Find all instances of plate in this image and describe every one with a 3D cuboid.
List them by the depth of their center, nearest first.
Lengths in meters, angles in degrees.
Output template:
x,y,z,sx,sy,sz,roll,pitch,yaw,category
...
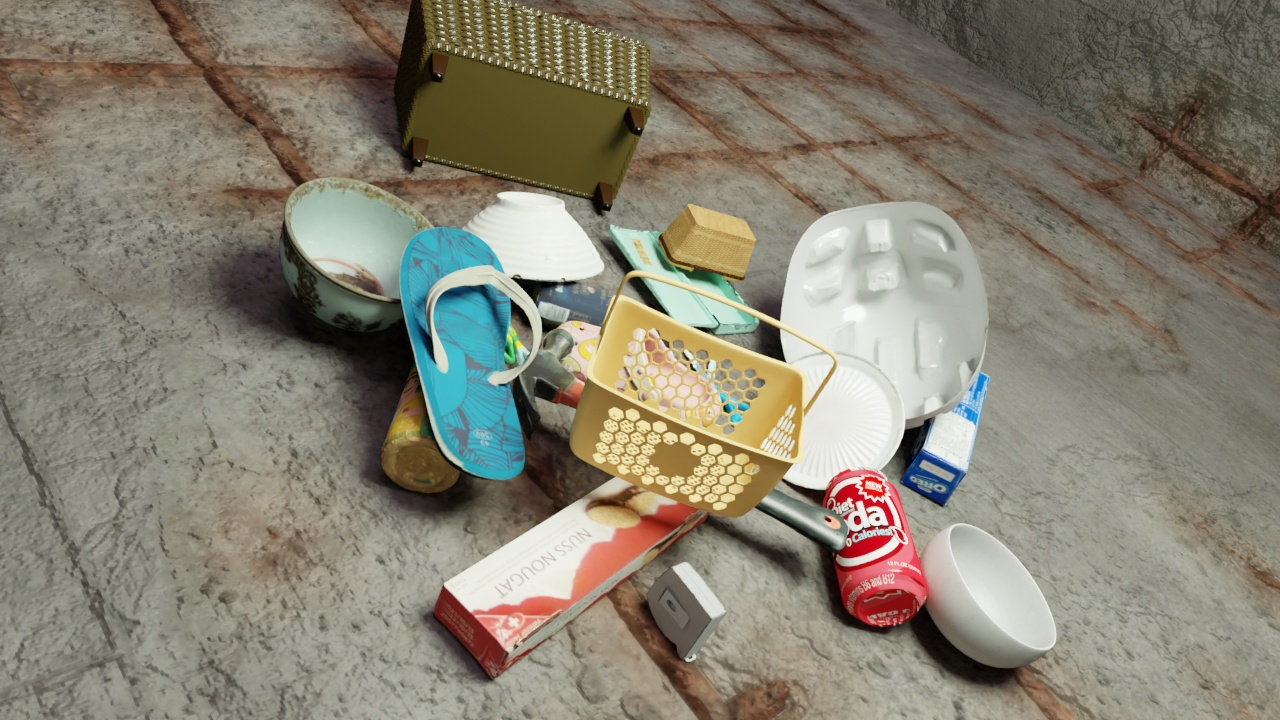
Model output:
x,y,z,sx,sy,sz,roll,pitch,yaw,category
0.195,0.062,0.957,0.157,0.014,0.156,-8,62,15,plate

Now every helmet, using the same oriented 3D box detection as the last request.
x,y,z,sx,sy,sz,roll,pitch,yaw,category
0.278,-0.037,1.044,0.224,0.184,0.281,-13,40,17,helmet

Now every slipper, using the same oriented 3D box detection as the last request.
x,y,z,sx,sy,sz,roll,pitch,yaw,category
-0.145,-0.029,0.795,0.118,0.060,0.294,16,41,-33,slipper
-0.006,0.005,0.928,0.197,0.082,0.093,23,38,3,slipper

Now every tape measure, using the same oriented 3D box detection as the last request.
x,y,z,sx,sy,sz,roll,pitch,yaw,category
0.033,0.198,0.731,0.020,0.060,0.062,-12,50,-39,tape measure

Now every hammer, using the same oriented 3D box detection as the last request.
x,y,z,sx,sy,sz,roll,pitch,yaw,category
0.036,0.082,0.835,0.333,0.033,0.132,27,34,4,hammer

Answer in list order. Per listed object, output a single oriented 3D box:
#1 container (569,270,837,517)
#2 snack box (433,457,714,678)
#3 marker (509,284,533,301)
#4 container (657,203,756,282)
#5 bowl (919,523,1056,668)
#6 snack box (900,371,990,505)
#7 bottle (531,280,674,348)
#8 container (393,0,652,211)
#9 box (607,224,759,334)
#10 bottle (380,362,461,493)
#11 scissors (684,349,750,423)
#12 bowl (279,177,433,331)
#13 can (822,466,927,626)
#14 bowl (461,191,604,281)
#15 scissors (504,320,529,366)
x,y,z,sx,sy,sz,roll,pitch,yaw,category
0.047,0.022,0.748,0.183,0.167,0.129,23,35,-5,container
-0.040,0.154,0.757,0.076,0.044,0.272,40,38,22,snack box
-0.174,-0.070,0.982,0.133,0.018,0.015,-6,27,-35,marker
0.089,-0.149,1.155,0.113,0.061,0.063,11,37,-27,container
0.309,0.223,0.847,0.131,0.065,0.131,28,33,-21,bowl
0.361,0.077,1.075,0.059,0.059,0.225,29,35,10,snack box
-0.039,-0.047,1.000,0.160,0.056,0.056,16,37,-12,bottle
-0.151,-0.333,1.198,0.320,0.177,0.204,10,42,-19,container
0.051,-0.102,1.142,0.136,0.033,0.186,-3,44,-34,box
-0.175,0.023,0.824,0.068,0.068,0.209,17,37,-11,bottle
0.066,0.026,1.005,0.103,0.015,0.133,-2,44,-30,scissors
-0.271,-0.084,0.868,0.160,0.094,0.159,26,36,-22,bowl
0.216,0.172,0.857,0.074,0.075,0.142,15,37,-13,can
-0.124,-0.144,1.008,0.177,0.071,0.177,7,19,-3,bowl
-0.130,-0.024,0.946,0.070,0.014,0.130,41,15,-29,scissors
